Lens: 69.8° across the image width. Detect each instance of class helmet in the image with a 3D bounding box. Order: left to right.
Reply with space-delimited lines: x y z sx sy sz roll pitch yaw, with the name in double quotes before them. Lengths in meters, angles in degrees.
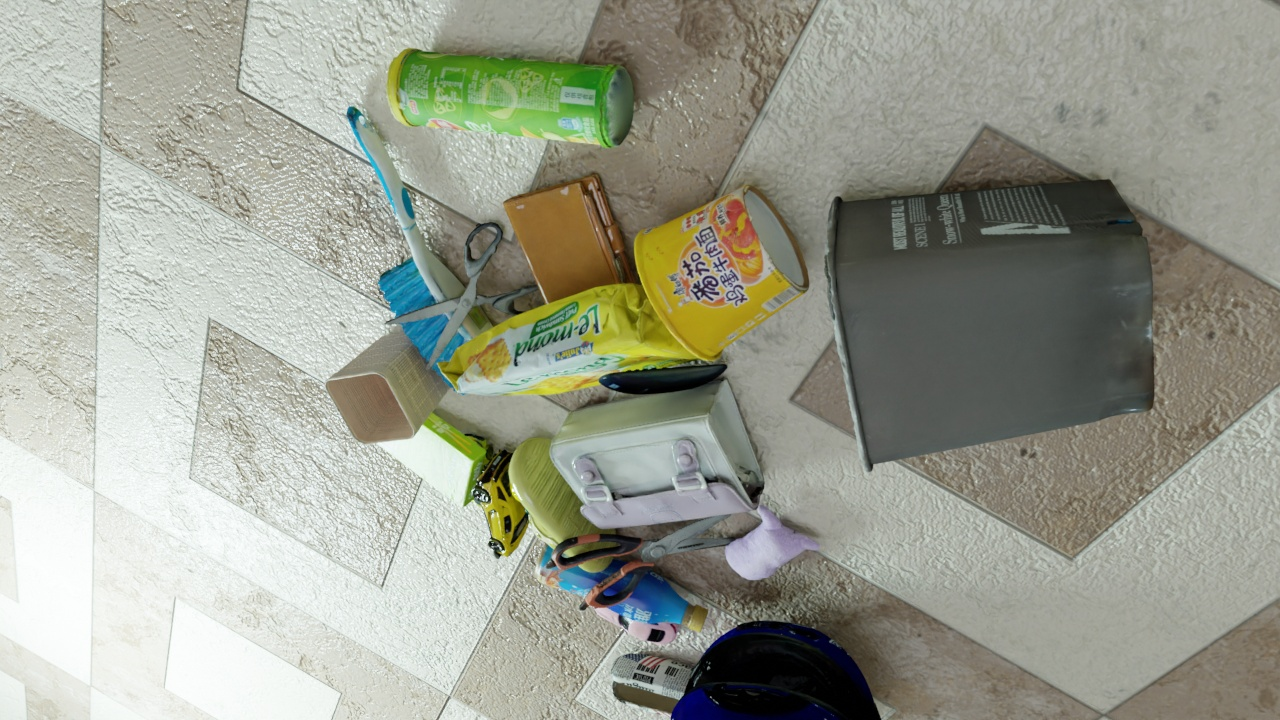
"helmet" 0.155 0.417 1.047 0.248 0.239 0.316 -1 130 19

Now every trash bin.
"trash bin" 0.273 -0.040 0.739 0.220 0.198 0.199 -8 118 19

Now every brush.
"brush" -0.244 -0.111 0.984 0.110 0.060 0.314 -27 106 28

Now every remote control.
"remote control" 0.024 0.020 0.924 0.053 0.136 0.024 148 116 -65

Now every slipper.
"slipper" -0.104 0.181 1.097 0.082 0.091 0.190 -20 116 34

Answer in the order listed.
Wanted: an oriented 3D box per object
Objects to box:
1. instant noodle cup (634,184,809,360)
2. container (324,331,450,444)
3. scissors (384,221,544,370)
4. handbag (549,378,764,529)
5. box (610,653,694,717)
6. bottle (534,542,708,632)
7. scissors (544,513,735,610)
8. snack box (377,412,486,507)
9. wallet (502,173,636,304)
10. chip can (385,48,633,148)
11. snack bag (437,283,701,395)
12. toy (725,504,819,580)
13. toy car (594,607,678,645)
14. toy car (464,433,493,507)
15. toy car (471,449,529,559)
"instant noodle cup" 0.077 -0.084 0.823 0.110 0.137 0.138 -30 108 26
"container" -0.279 0.025 1.047 0.090 0.110 0.090 -8 118 27
"scissors" -0.181 -0.066 0.964 0.181 0.014 0.159 -1 105 -6
"handbag" 0.019 0.113 1.000 0.197 0.098 0.145 -13 122 29
"box" 0.040 0.423 1.215 0.164 0.074 0.081 9 135 18
"bottle" -0.022 0.283 1.145 0.219 0.065 0.065 20 127 7
"scissors" -0.001 0.230 1.073 0.189 0.015 0.222 25 114 -22
"snack box" -0.261 0.105 1.125 0.156 0.026 0.086 32 129 18
"wallet" -0.069 -0.112 0.920 0.108 0.031 0.132 -10 115 26
"chip can" -0.115 -0.238 0.830 0.221 0.072 0.073 10 125 16
"snack bag" -0.060 -0.016 0.915 0.247 0.157 0.068 -15 78 28
"toy" 0.139 0.215 1.050 0.084 0.038 0.108 38 130 -5
"toy car" -0.009 0.331 1.190 0.122 0.037 0.056 24 126 7
"toy car" -0.204 0.139 1.143 0.048 0.032 0.105 3 121 21
"toy car" -0.164 0.178 1.130 0.041 0.071 0.156 9 127 21
